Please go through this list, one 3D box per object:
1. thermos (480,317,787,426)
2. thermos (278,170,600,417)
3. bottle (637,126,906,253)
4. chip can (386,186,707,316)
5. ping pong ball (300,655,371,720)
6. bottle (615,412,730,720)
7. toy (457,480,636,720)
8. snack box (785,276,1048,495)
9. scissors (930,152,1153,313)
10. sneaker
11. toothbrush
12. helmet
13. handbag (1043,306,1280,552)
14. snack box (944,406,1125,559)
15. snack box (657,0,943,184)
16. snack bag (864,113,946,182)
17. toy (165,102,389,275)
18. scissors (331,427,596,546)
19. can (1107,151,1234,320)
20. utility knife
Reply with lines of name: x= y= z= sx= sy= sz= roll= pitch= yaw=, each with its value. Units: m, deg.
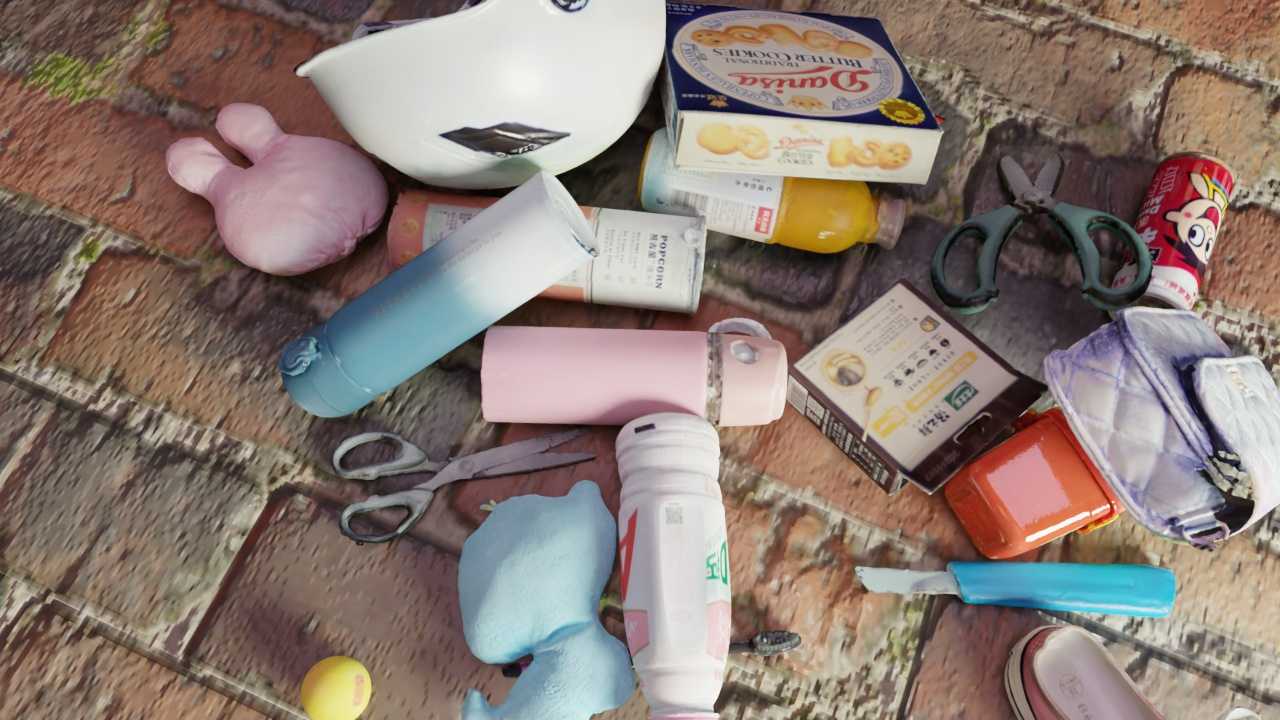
thermos: x=-0.004 y=0.004 z=0.621 sx=0.198 sy=0.067 sz=0.087 roll=0 pitch=49 yaw=0
thermos: x=-0.133 y=-0.037 z=0.591 sx=0.221 sy=0.070 sz=0.070 roll=-31 pitch=70 yaw=11
bottle: x=0.095 y=-0.120 z=0.668 sx=0.189 sy=0.068 sz=0.068 roll=14 pitch=68 yaw=4
chip can: x=-0.064 y=-0.077 z=0.646 sx=0.215 sy=0.071 sz=0.071 roll=6 pitch=68 yaw=1
ping pong ball: x=-0.182 y=0.198 z=0.550 sx=0.040 sy=0.040 sz=0.040 roll=0 pitch=68 yaw=-1
bottle: x=0.021 y=0.132 z=0.557 sx=0.068 sy=0.068 sz=0.196 roll=-1 pitch=63 yaw=-2
toy: x=-0.063 y=0.153 z=0.565 sx=0.156 sy=0.050 sz=0.161 roll=40 pitch=76 yaw=19
snack box: x=0.179 y=0.021 z=0.613 sx=0.113 sy=0.053 sz=0.125 roll=-37 pitch=65 yaw=-15
scissors: x=0.274 y=-0.089 z=0.673 sx=0.176 sy=0.019 sz=0.174 roll=-19 pitch=51 yaw=6
sneaker: x=0.296 y=0.259 z=0.508 sx=0.118 sy=0.088 sz=0.241 roll=-23 pitch=69 yaw=-10
toothbrush: x=0.008 y=0.184 z=0.573 sx=0.189 sy=0.018 sz=0.014 roll=-6 pitch=59 yaw=-2
helmet: x=-0.089 y=-0.196 z=0.634 sx=0.230 sy=0.146 sz=0.257 roll=-2 pitch=34 yaw=43
handbag: x=0.332 y=0.034 z=0.554 sx=0.193 sy=0.076 sz=0.134 roll=-4 pitch=63 yaw=-46
snack box: x=0.244 y=0.080 z=0.580 sx=0.080 sy=0.091 sz=0.082 roll=-26 pitch=72 yaw=-4
snack box: x=0.105 y=-0.200 z=0.669 sx=0.178 sy=0.046 sz=0.182 roll=2 pitch=43 yaw=-8
snack bag: x=0.188 y=-0.175 z=0.714 sx=0.104 sy=0.026 sz=0.048 roll=-41 pitch=68 yaw=-15
toy: x=-0.264 y=-0.128 z=0.672 sx=0.159 sy=0.054 sz=0.121 roll=38 pitch=65 yaw=13
scissors: x=-0.123 y=0.067 z=0.619 sx=0.150 sy=0.014 sz=0.170 roll=38 pitch=72 yaw=12
can: x=0.385 y=-0.085 z=0.667 sx=0.053 sy=0.053 sz=0.132 roll=27 pitch=70 yaw=9
utility knife: x=0.241 y=0.144 z=0.591 sx=0.204 sy=0.018 sz=0.034 roll=3 pitch=56 yaw=1
